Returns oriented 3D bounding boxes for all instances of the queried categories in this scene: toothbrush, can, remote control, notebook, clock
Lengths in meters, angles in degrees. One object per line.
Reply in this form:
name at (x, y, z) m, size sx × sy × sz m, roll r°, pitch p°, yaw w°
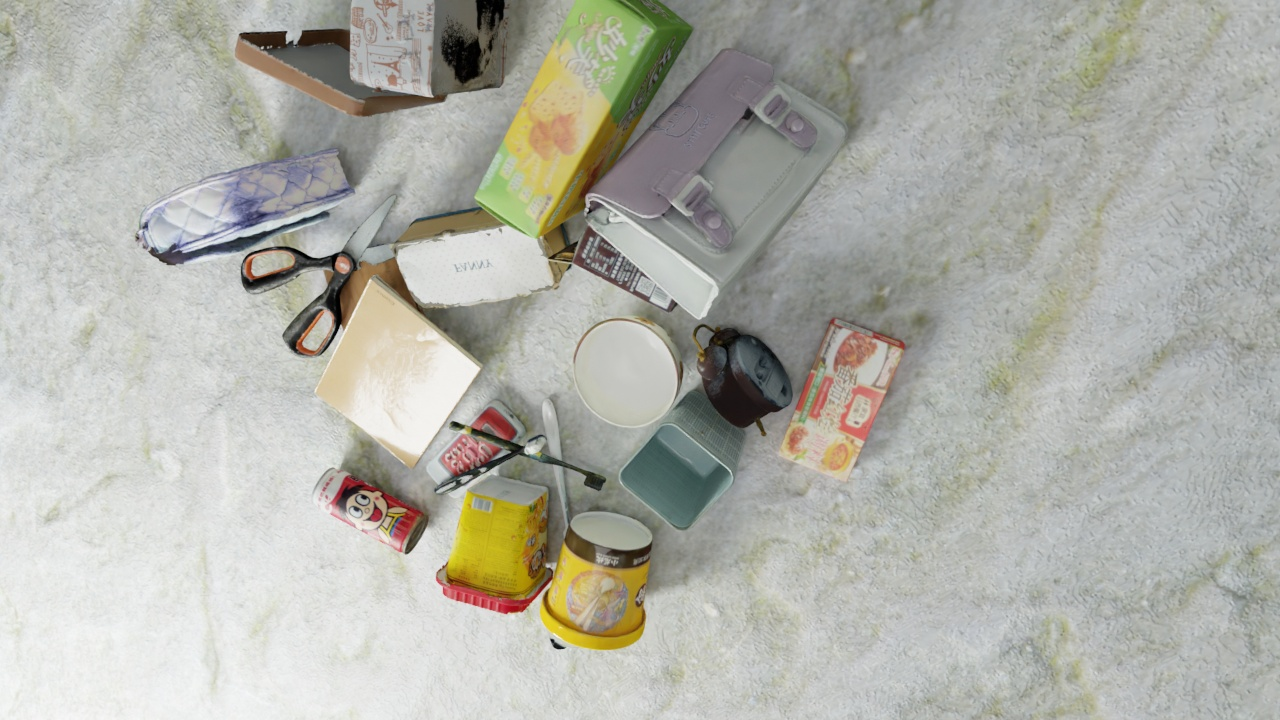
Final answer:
toothbrush at (-0.172, 0.121, 1.024) m, size 0.182 × 0.018 × 0.015 m, roll -27°, pitch 113°, yaw 32°
can at (-0.325, 0.180, 1.102) m, size 0.133 × 0.053 × 0.053 m, roll 26°, pitch 114°, yaw 7°
remote control at (-0.190, 0.103, 1.052) m, size 0.056 × 0.020 × 0.136 m, roll 46°, pitch 115°, yaw -3°
notebook at (-0.274, 0.020, 1.024) m, size 0.149 × 0.012 × 0.212 m, roll 40°, pitch 130°, yaw -2°
toothbrush at (-0.090, 0.128, 1.035) m, size 0.016 × 0.016 × 0.180 m, roll -5°, pitch 105°, yaw 14°
toothbrush at (-0.127, 0.105, 1.016) m, size 0.186 × 0.017 × 0.012 m, roll 20°, pitch 156°, yaw 4°
clock at (0.096, 0.012, 0.899) m, size 0.055 × 0.081 × 0.122 m, roll -37°, pitch 98°, yaw 31°

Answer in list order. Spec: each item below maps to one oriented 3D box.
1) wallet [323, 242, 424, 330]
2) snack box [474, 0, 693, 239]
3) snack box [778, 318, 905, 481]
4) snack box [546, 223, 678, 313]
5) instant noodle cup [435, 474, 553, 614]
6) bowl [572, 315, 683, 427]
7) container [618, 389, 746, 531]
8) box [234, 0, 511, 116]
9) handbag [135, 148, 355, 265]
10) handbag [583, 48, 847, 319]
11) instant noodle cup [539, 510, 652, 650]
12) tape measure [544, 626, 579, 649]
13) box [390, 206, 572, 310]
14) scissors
wallet at (-0.295, -0.065, 1.026) m, size 0.101 × 0.020 × 0.115 m, roll -14°, pitch 102°, yaw 20°
snack box at (-0.048, -0.223, 0.816) m, size 0.070 × 0.157 × 0.210 m, roll 35°, pitch 115°, yaw 1°
snack box at (0.197, 0.040, 0.908) m, size 0.075 × 0.025 × 0.153 m, roll 22°, pitch 114°, yaw 9°
snack box at (-0.007, -0.101, 0.872) m, size 0.125 × 0.113 × 0.053 m, roll 29°, pitch 113°, yaw 5°
instant noodle cup at (-0.157, 0.203, 1.034) m, size 0.116 × 0.116 × 0.124 m, roll 11°, pitch 100°, yaw 12°
bowl at (-0.006, 0.005, 0.935) m, size 0.113 × 0.062 × 0.113 m, roll 7°, pitch 109°, yaw 20°
container at (0.049, 0.095, 0.926) m, size 0.090 × 0.111 × 0.090 m, roll 40°, pitch 115°, yaw 1°
box at (-0.239, -0.309, 0.835) m, size 0.193 × 0.182 × 0.157 m, roll 13°, pitch 111°, yaw 9°
handbag at (-0.387, -0.155, 0.924) m, size 0.134 × 0.193 × 0.075 m, roll -13°, pitch 105°, yaw 21°
handbag at (0.064, -0.159, 0.787) m, size 0.145 × 0.099 × 0.196 m, roll 36°, pitch 71°, yaw 8°
instant noodle cup at (-0.043, 0.236, 1.007) m, size 0.118 × 0.118 × 0.114 m, roll 15°, pitch 104°, yaw 12°
tape measure at (-0.081, 0.306, 1.084) m, size 0.066 × 0.033 × 0.066 m, roll -17°, pitch 104°, yaw 20°
box at (-0.155, -0.109, 0.934) m, size 0.184 × 0.059 × 0.090 m, roll -6°, pitch 123°, yaw 15°
scissors at (-0.347, -0.101, 1.008) m, size 0.211 × 0.021 × 0.222 m, roll 25°, pitch 109°, yaw 3°
